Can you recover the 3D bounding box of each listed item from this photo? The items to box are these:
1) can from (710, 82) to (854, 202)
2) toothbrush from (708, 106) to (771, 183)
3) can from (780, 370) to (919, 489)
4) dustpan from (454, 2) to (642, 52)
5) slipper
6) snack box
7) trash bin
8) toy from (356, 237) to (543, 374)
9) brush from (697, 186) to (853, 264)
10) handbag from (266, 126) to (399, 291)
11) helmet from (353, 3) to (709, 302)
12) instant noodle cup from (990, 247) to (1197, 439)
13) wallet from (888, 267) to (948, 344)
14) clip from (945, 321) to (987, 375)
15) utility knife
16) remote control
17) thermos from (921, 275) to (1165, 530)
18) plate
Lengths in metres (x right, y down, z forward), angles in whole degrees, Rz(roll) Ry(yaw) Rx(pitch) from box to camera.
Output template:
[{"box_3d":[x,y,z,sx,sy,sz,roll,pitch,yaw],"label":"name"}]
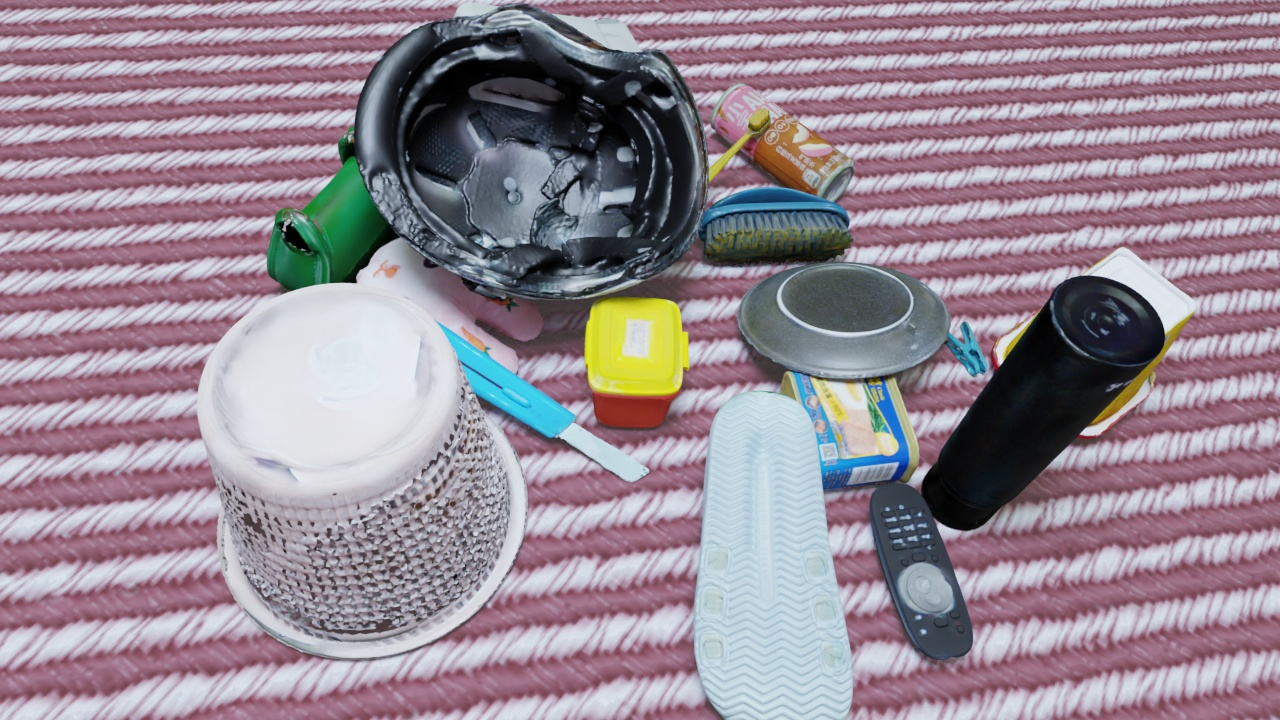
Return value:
[{"box_3d":[0.139,-0.213,0.910,0.057,0.058,0.147,-37,66,-25],"label":"can"},{"box_3d":[0.058,-0.171,0.866,0.016,0.016,0.190,40,80,21],"label":"toothbrush"},{"box_3d":[0.164,0.052,0.737,0.083,0.057,0.102,-6,57,-6],"label":"can"},{"box_3d":[-0.114,-0.247,0.926,0.257,0.143,0.222,0,50,-35],"label":"dustpan"},{"box_3d":[0.088,0.144,0.655,0.104,0.074,0.245,-2,73,3],"label":"slipper"},{"box_3d":[-0.004,0.004,0.738,0.082,0.080,0.091,2,56,-3],"label":"snack box"},{"box_3d":[-0.191,0.062,0.617,0.227,0.192,0.227,3,56,-4],"label":"trash bin"},{"box_3d":[-0.164,-0.045,0.777,0.159,0.054,0.121,24,58,1],"label":"toy"},{"box_3d":[0.123,-0.128,0.854,0.144,0.055,0.073,-3,57,-7],"label":"brush"},{"box_3d":[-0.257,-0.119,0.775,0.068,0.120,0.131,26,56,5],"label":"handbag"},{"box_3d":[-0.088,-0.151,0.755,0.274,0.157,0.230,3,82,-13],"label":"helmet"},{"box_3d":[0.377,-0.017,0.761,0.115,0.124,0.116,-31,64,-22],"label":"instant noodle cup"},{"box_3d":[0.198,-0.034,0.820,0.122,0.020,0.096,-18,54,-15],"label":"wallet"},{"box_3d":[0.289,-0.010,0.816,0.038,0.013,0.055,-12,57,-12],"label":"clip"},{"box_3d":[-0.088,0.035,0.727,0.216,0.018,0.034,32,79,0],"label":"utility knife"},{"box_3d":[0.207,0.158,0.689,0.053,0.024,0.136,-5,58,-10],"label":"remote control"},{"box_3d":[0.272,0.036,0.644,0.089,0.243,0.068,-37,67,-25],"label":"thermos"},{"box_3d":[0.173,-0.046,0.785,0.179,0.024,0.179,-3,35,2],"label":"plate"}]
